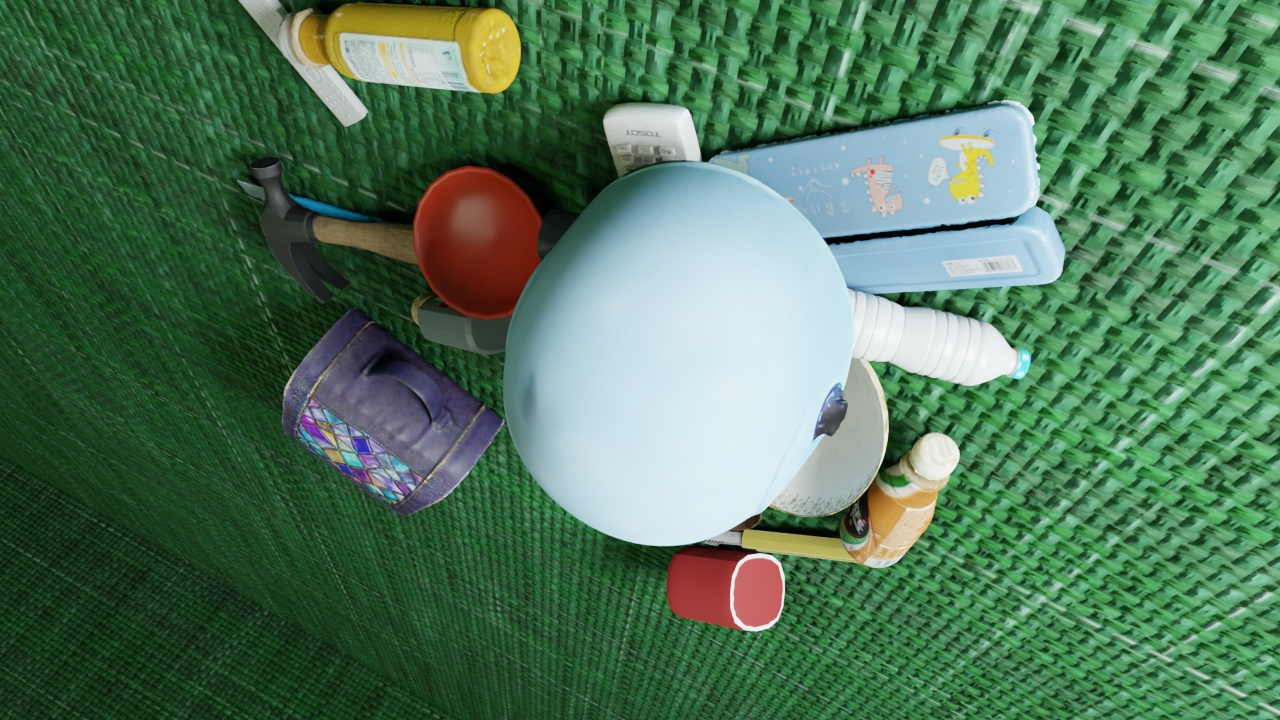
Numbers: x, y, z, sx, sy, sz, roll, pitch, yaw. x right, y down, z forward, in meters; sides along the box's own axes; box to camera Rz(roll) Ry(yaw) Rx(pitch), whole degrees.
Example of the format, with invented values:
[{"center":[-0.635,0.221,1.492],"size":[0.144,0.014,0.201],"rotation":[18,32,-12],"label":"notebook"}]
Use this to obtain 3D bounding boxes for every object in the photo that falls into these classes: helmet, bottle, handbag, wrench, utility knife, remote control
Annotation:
[{"center":[0.015,0.012,0.589],"size":[0.225,0.166,0.266],"rotation":[26,129,11],"label":"helmet"},{"center":[0.212,0.112,0.745],"size":[0.059,0.059,0.167],"rotation":[26,147,10],"label":"bottle"},{"center":[-0.277,0.059,1.021],"size":[0.205,0.125,0.223],"rotation":[38,146,-9],"label":"handbag"},{"center":[0.127,0.183,0.925],"size":[0.274,0.018,0.083],"rotation":[-3,161,40],"label":"wrench"},{"center":[-0.309,-0.144,0.881],"size":[0.198,0.015,0.031],"rotation":[17,140,16],"label":"utility knife"},{"center":[-0.266,-0.243,0.720],"size":[0.033,0.012,0.131],"rotation":[-4,132,46],"label":"remote control"},{"center":[-0.172,-0.219,0.636],"size":[0.186,0.053,0.053],"rotation":[13,143,27],"label":"bottle"},{"center":[0.185,-0.013,0.603],"size":[0.136,0.044,0.044],"rotation":[14,145,3],"label":"bottle"},{"center":[0.019,-0.117,0.637],"size":[0.060,0.025,0.139],"rotation":[12,142,29],"label":"remote control"},{"center":[-0.162,-0.040,0.839],"size":[0.161,0.072,0.046],"rotation":[12,114,53],"label":"bottle"}]

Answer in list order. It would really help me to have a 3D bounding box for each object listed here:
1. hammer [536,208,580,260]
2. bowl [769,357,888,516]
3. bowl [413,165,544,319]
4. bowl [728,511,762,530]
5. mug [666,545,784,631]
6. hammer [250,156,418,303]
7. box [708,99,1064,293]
[{"center":[-0.006,0.018,0.760],"size":[0.129,0.040,0.322],"rotation":[16,140,14],"label":"hammer"},{"center":[0.131,0.038,0.685],"size":[0.145,0.063,0.145],"rotation":[7,101,42],"label":"bowl"},{"center":[-0.122,-0.096,0.740],"size":[0.122,0.035,0.122],"rotation":[7,109,20],"label":"bowl"},{"center":[0.068,0.117,0.894],"size":[0.119,0.032,0.119],"rotation":[22,146,16],"label":"bowl"},{"center":[0.103,0.245,0.993],"size":[0.116,0.080,0.097],"rotation":[11,169,-40],"label":"mug"},{"center":[-0.212,-0.101,0.825],"size":[0.306,0.040,0.132],"rotation":[12,129,22],"label":"hammer"},{"center":[0.141,-0.085,0.567],"size":[0.210,0.039,0.126],"rotation":[-1,135,38],"label":"box"}]
